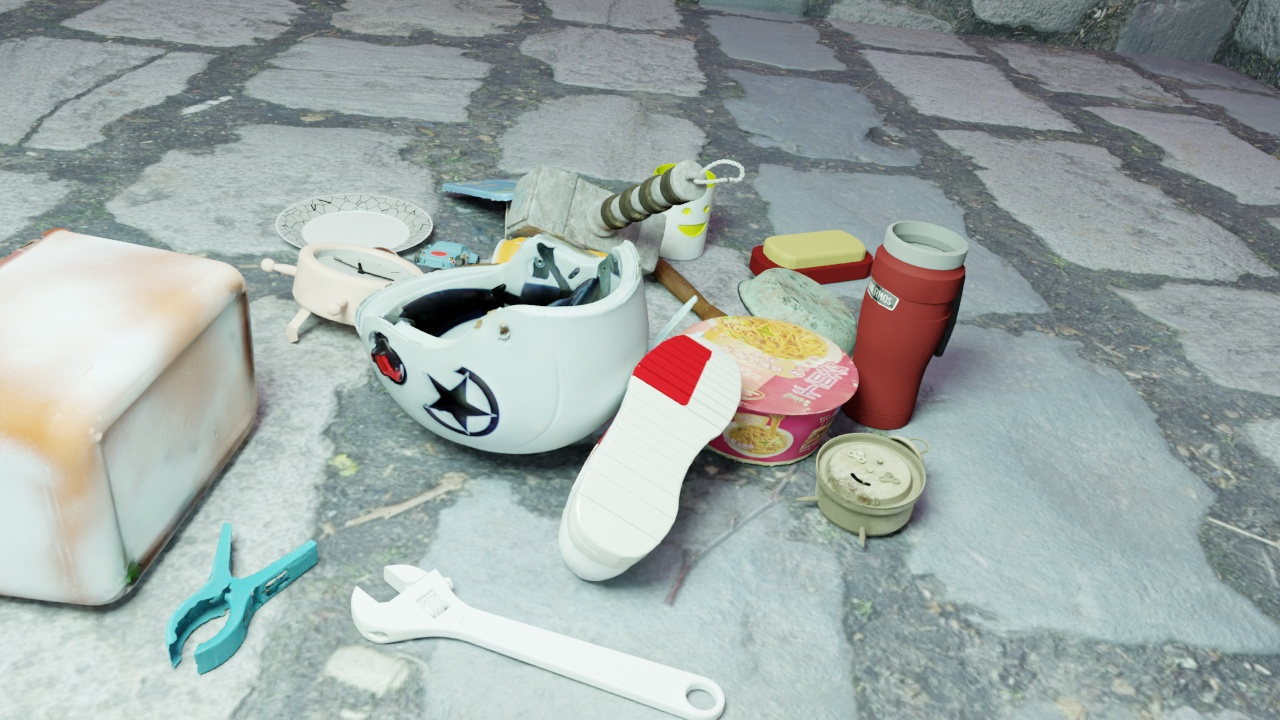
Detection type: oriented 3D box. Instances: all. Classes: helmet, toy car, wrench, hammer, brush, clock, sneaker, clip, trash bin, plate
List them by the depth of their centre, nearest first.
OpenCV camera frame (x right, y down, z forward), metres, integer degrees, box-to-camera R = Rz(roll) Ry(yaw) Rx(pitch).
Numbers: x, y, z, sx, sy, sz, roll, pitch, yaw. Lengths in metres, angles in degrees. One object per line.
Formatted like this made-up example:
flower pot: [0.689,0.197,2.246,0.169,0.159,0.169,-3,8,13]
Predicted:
wrench: [-0.074,0.200,0.643,0.273,0.018,0.066,15,33,9]
clip: [-0.277,0.168,0.644,0.104,0.027,0.120,10,31,8]
trash bin: [-0.408,0.036,0.679,0.157,0.182,0.259,10,31,0]
sneaker: [0.002,0.081,0.757,0.090,0.105,0.235,32,49,-4]
clock: [0.213,0.106,0.820,0.140,0.055,0.093,-28,46,-33]
helmet: [-0.118,-0.006,0.821,0.264,0.164,0.235,3,24,30]
clock: [-0.301,-0.072,0.985,0.131,0.086,0.160,29,28,30]
hammer: [-0.009,-0.168,0.988,0.176,0.079,0.327,18,-12,-26]
toy car: [-0.226,-0.125,1.081,0.060,0.027,0.107,10,9,4]
hammer: [0.061,-0.077,1.101,0.115,0.033,0.323,-12,36,-26]
plate: [-0.361,-0.167,1.164,0.188,0.016,0.188,6,32,-4]
brush: [0.231,-0.139,1.225,0.173,0.042,0.082,-9,36,-25]

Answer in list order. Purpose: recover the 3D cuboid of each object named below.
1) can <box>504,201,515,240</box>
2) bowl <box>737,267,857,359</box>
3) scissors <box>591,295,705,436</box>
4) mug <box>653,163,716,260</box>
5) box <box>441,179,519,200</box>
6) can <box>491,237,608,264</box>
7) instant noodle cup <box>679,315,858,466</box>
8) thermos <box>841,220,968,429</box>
can: [-0.108,-0.177,1.200,0.135,0.054,0.054,4,32,-7]
bowl: [0.185,-0.056,1.032,0.157,0.039,0.157,26,27,-15]
scissors: [-0.007,-0.002,0.904,0.170,0.013,0.173,-52,26,-9]
mug: [0.053,-0.198,1.219,0.082,0.106,0.082,5,32,-4]
box: [-0.176,-0.230,1.234,0.125,0.021,0.209,-4,15,-32]
can: [-0.093,-0.092,1.044,0.142,0.079,0.078,12,32,6]
instant noodle cup: [0.116,0.032,0.896,0.178,0.078,0.178,5,31,-3]
thermos: [0.269,-0.034,0.917,0.108,0.199,0.084,-7,35,-22]
